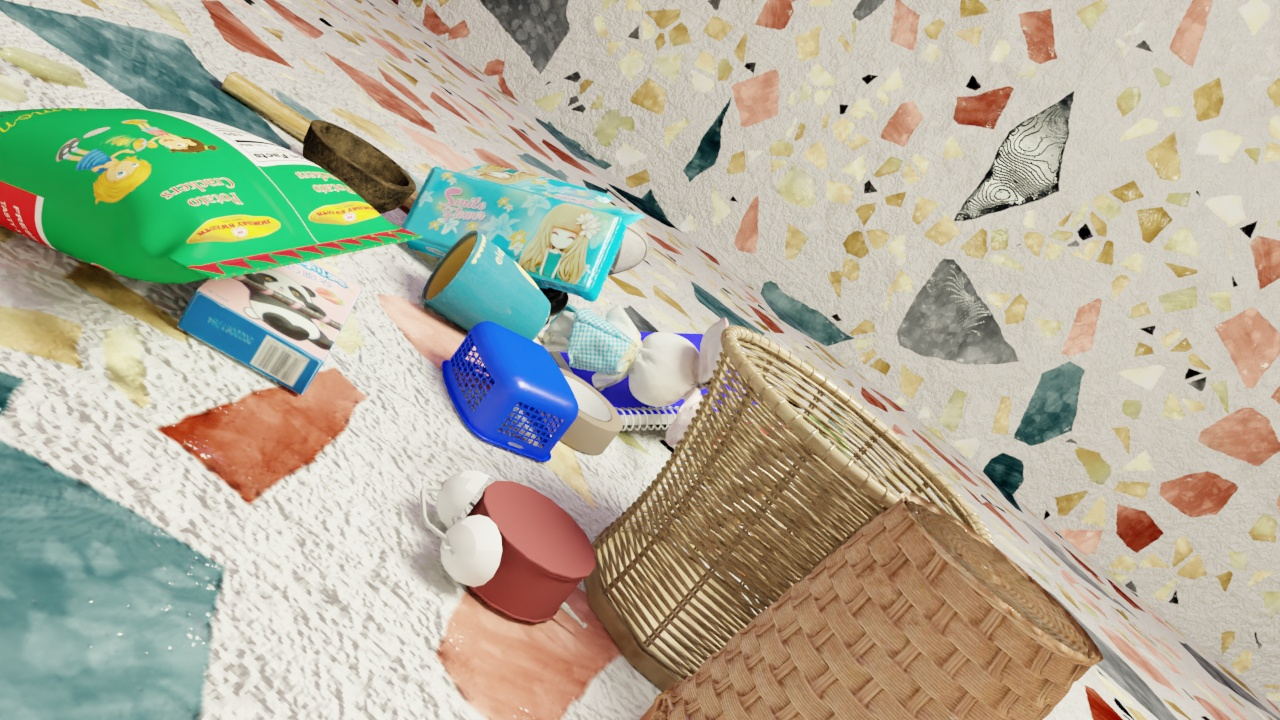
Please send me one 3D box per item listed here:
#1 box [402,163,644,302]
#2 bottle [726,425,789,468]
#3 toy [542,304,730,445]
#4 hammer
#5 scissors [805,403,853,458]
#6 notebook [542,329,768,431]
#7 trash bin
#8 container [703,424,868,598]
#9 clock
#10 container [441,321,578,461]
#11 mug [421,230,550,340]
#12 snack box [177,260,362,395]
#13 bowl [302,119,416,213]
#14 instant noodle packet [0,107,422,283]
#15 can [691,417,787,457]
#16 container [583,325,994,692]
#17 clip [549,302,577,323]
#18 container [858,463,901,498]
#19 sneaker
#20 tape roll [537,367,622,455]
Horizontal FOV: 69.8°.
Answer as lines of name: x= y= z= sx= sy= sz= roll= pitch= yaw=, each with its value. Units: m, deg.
box: x=-0.118 y=-0.160 z=0.978 sx=0.227 sy=0.074 sz=0.180 roll=17 pitch=51 yaw=17
bottle: x=0.162 y=0.117 z=1.040 sx=0.111 sy=0.099 sz=0.099 roll=15 pitch=25 yaw=-37
toy: x=-0.006 y=0.005 z=0.923 sx=0.205 sy=0.131 sz=0.105 roll=18 pitch=-6 yaw=20
hammer: x=-0.328 y=-0.228 z=1.072 sx=0.330 sy=0.033 sz=0.132 roll=32 pitch=16 yaw=-18
scissors: x=0.170 y=0.058 z=0.818 sx=0.072 sy=0.033 sz=0.176 roll=49 pitch=-12 yaw=20
notebook: x=0.018 y=0.019 z=1.006 sx=0.208 sy=0.022 sz=0.171 roll=1 pitch=33 yaw=-30
trash bin: x=0.110 y=0.180 z=0.485 sx=0.151 sy=0.210 sz=0.151 roll=35 pitch=14 yaw=-10
container: x=0.165 y=0.168 z=0.863 sx=0.198 sy=0.113 sz=0.113 roll=38 pitch=14 yaw=-6
clock: x=-0.081 y=0.113 z=0.564 sx=0.124 sy=0.044 sz=0.087 roll=31 pitch=16 yaw=-27
container: x=-0.106 y=0.021 z=0.765 sx=0.096 sy=0.058 sz=0.114 roll=27 pitch=18 yaw=-38
mug: x=-0.149 y=-0.066 z=0.901 sx=0.104 sy=0.084 sz=0.112 roll=38 pitch=2 yaw=-27
snack box: x=-0.253 y=-0.039 z=0.644 sx=0.088 sy=0.033 sz=0.154 roll=33 pitch=15 yaw=-18
bowl: x=-0.302 y=-0.192 z=0.960 sx=0.121 sy=0.056 sz=0.121 roll=35 pitch=14 yaw=-11
instant noodle packet: x=-0.297 y=-0.106 z=0.575 sx=0.253 sy=0.090 sz=0.195 roll=21 pitch=19 yaw=13
can: x=0.115 y=0.086 z=1.091 sx=0.170 sy=0.067 sz=0.067 roll=21 pitch=22 yaw=-51
container: x=0.090 y=0.121 z=0.648 sx=0.227 sy=0.196 sz=0.226 roll=35 pitch=14 yaw=-11
clip: x=-0.131 y=-0.080 z=1.103 sx=0.127 sy=0.028 sz=0.113 roll=43 pitch=13 yaw=16
container: x=0.223 y=0.180 z=0.965 sx=0.081 sy=0.129 sz=0.049 roll=43 pitch=35 yaw=18
sneaker: x=-0.081 y=-0.106 z=1.051 sx=0.234 sy=0.095 sz=0.120 roll=-3 pitch=41 yaw=-32
tape roll: x=-0.063 y=0.046 z=0.854 sx=0.093 sy=0.030 sz=0.093 roll=35 pitch=14 yaw=-11
